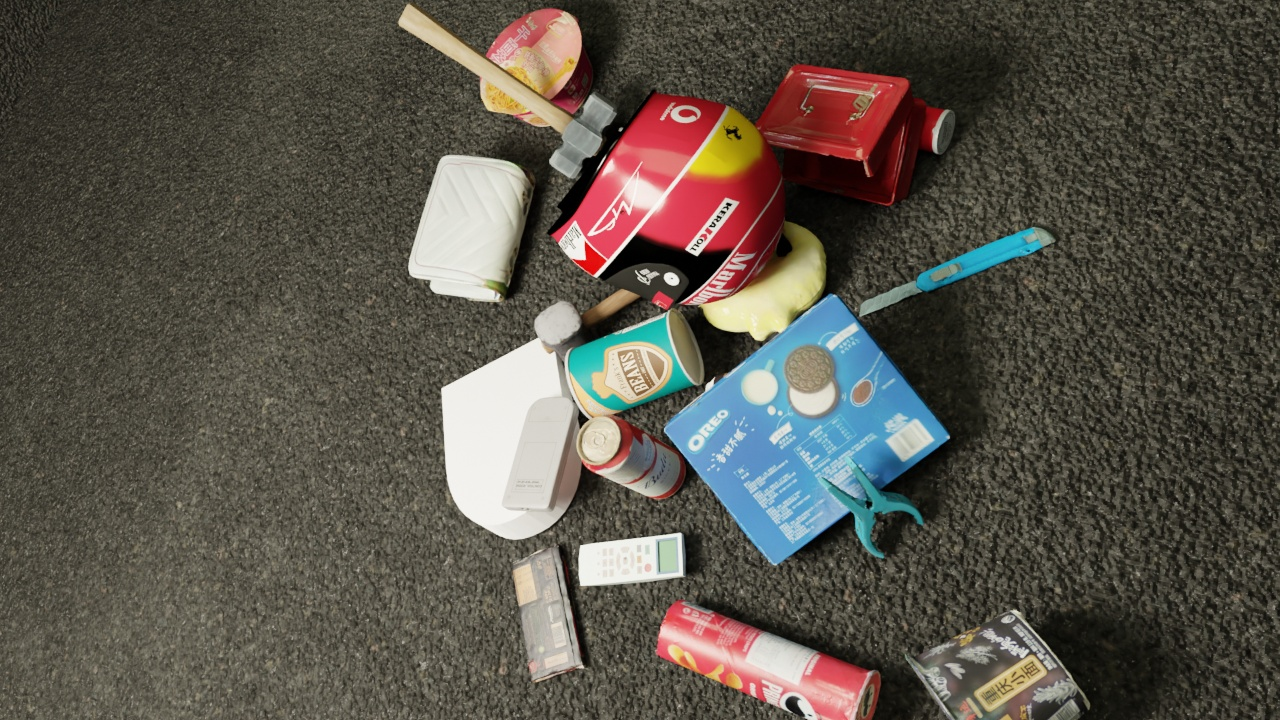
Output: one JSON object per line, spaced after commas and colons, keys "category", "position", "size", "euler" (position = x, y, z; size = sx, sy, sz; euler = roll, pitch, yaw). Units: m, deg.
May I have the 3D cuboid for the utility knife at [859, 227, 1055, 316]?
{"category": "utility knife", "position": [0.354, -0.099, 1.045], "size": [0.225, 0.015, 0.031], "euler": [-25, 58, 19]}

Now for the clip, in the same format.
{"category": "clip", "position": [0.257, 0.143, 0.957], "size": [0.121, 0.130, 0.031], "euler": [-22, 25, 2]}

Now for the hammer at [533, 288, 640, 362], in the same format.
{"category": "hammer", "position": [0.012, -0.104, 1.195], "size": [0.328, 0.098, 0.052], "euler": [-32, 68, 4]}

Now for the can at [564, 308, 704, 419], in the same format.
{"category": "can", "position": [-0.007, 0.007, 1.143], "size": [0.144, 0.099, 0.099], "euler": [-21, 63, 20]}

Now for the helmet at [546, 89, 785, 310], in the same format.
{"category": "helmet", "position": [0.046, -0.168, 1.054], "size": [0.272, 0.224, 0.197], "euler": [-44, 13, 51]}

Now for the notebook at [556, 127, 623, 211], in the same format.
{"category": "notebook", "position": [-0.016, -0.228, 1.264], "size": [0.149, 0.016, 0.207], "euler": [-51, 47, 3]}

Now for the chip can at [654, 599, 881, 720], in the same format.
{"category": "chip can", "position": [0.130, 0.323, 0.973], "size": [0.233, 0.073, 0.073], "euler": [13, 78, 31]}

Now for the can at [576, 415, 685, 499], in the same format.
{"category": "can", "position": [-0.008, 0.113, 1.063], "size": [0.067, 0.170, 0.067], "euler": [-10, 66, 25]}

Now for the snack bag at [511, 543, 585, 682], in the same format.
{"category": "snack bag", "position": [-0.116, 0.312, 1.136], "size": [0.075, 0.018, 0.155], "euler": [-23, 62, 18]}

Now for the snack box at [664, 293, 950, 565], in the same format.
{"category": "snack box", "position": [0.176, 0.075, 0.993], "size": [0.239, 0.056, 0.195], "euler": [-39, 92, 10]}

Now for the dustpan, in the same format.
{"category": "dustpan", "position": [-0.170, 0.111, 1.239], "size": [0.192, 0.053, 0.257], "euler": [-26, 50, 17]}

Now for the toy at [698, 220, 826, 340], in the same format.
{"category": "toy", "position": [0.147, -0.091, 1.121], "size": [0.171, 0.064, 0.154], "euler": [-21, 58, 20]}

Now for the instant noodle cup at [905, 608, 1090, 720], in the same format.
{"category": "instant noodle cup", "position": [0.333, 0.305, 0.847], "size": [0.112, 0.137, 0.137], "euler": [-34, 59, 3]}

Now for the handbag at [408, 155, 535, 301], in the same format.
{"category": "handbag", "position": [-0.238, -0.192, 1.344], "size": [0.142, 0.096, 0.198], "euler": [10, 76, 16]}

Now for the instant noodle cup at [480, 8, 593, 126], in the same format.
{"category": "instant noodle cup", "position": [-0.148, -0.434, 1.394], "size": [0.179, 0.077, 0.178], "euler": [-9, 69, 25]}

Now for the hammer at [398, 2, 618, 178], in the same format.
{"category": "hammer", "position": [-0.190, -0.392, 1.289], "size": [0.117, 0.323, 0.051], "euler": [-53, 11, 21]}

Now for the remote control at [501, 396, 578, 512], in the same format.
{"category": "remote control", "position": [-0.123, 0.117, 1.153], "size": [0.074, 0.019, 0.150], "euler": [-3, 61, 32]}

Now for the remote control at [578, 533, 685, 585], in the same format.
{"category": "remote control", "position": [-0.010, 0.242, 1.103], "size": [0.144, 0.024, 0.049], "euler": [-12, 66, 25]}

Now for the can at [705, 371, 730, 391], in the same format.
{"category": "can", "position": [0.147, 0.037, 1.068], "size": [0.129, 0.072, 0.071], "euler": [-18, 64, 21]}

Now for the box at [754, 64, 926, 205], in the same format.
{"category": "box", "position": [0.243, -0.261, 1.086], "size": [0.157, 0.156, 0.147], "euler": [23, 78, 34]}

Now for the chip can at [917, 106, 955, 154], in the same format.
{"category": "chip can", "position": [0.275, -0.302, 1.138], "size": [0.215, 0.051, 0.051], "euler": [22, 83, 32]}
